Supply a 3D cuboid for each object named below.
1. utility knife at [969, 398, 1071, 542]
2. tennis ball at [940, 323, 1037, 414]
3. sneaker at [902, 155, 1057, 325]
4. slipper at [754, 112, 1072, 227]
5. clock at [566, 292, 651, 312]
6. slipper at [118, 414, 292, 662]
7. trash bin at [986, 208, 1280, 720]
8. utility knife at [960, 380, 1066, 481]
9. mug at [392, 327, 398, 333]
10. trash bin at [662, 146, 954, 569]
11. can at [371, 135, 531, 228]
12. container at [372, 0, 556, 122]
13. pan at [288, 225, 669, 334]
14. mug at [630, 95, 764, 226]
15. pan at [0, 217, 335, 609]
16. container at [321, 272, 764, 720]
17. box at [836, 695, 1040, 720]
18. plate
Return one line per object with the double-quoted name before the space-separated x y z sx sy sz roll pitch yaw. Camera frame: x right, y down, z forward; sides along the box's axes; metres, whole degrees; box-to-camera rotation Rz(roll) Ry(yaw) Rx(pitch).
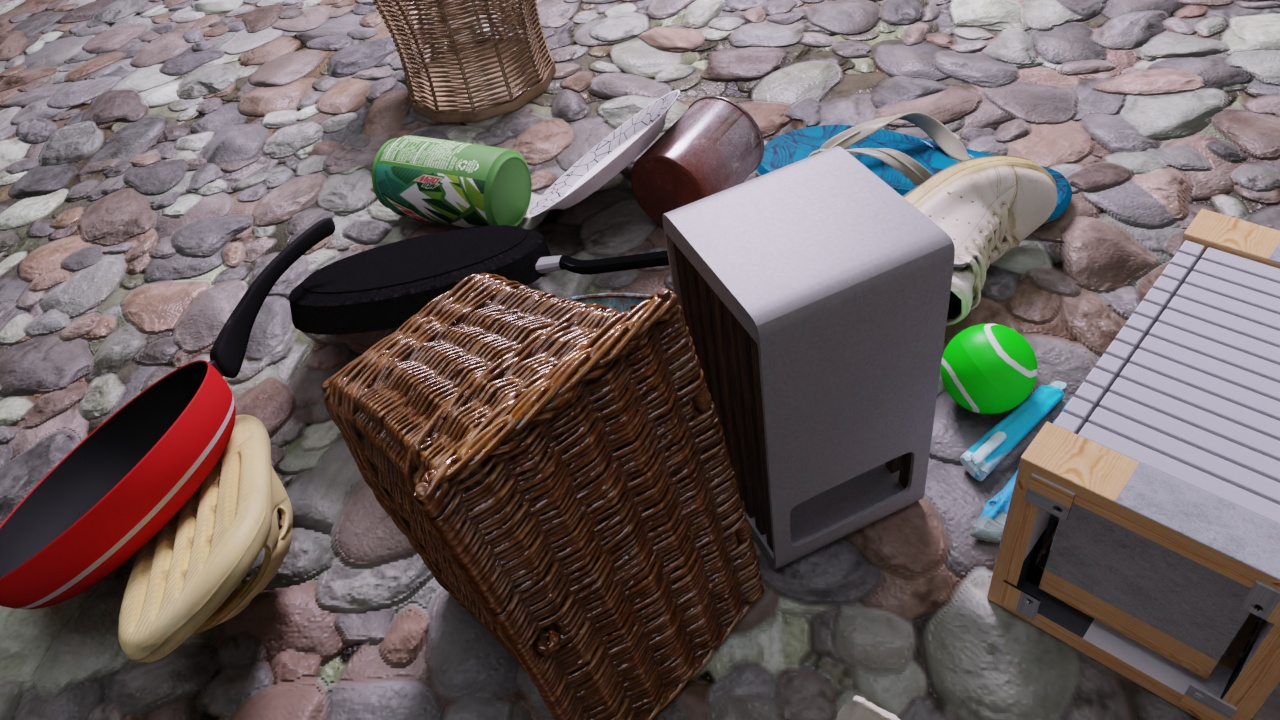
"utility knife" 0.288 0.059 0.638 0.031 0.015 0.195 30 57 29
"tennis ball" 0.250 0.006 0.660 0.065 0.065 0.065 -6 45 6
"sneaker" 0.245 -0.082 0.727 0.241 0.089 0.102 -28 39 -8
"slipper" 0.250 -0.191 0.861 0.295 0.060 0.118 17 49 26
"clock" -0.004 0.004 0.680 0.122 0.157 0.073 -16 71 49
"slipper" -0.287 0.120 0.649 0.111 0.079 0.261 -42 29 0
"trash bin" 0.339 0.055 0.539 0.142 0.143 0.246 28 57 33
"utility knife" 0.271 0.046 0.654 0.117 0.015 0.022 -33 55 -23
"mug" -0.150 0.015 0.706 0.068 0.094 0.115 -11 8 -1
"trash bin" 0.102 0.006 0.575 0.114 0.229 0.114 -23 46 -11
"can" -0.189 -0.177 0.919 0.144 0.083 0.082 13 50 23
"container" -0.211 -0.416 1.078 0.227 0.196 0.226 -6 45 6
"pan" -0.126 -0.080 0.775 0.357 0.034 0.224 -5 21 16
"mug" 0.043 -0.185 0.885 0.123 0.096 0.110 -8 30 51
"pan" -0.339 0.032 0.687 0.209 0.067 0.355 4 49 53
"container" -0.061 0.078 0.544 0.161 0.250 0.183 -40 42 -25
"box" 0.135 0.228 0.393 0.145 0.186 0.065 25 30 25
"plate" -0.032 -0.195 0.892 0.189 0.016 0.188 -36 18 14
